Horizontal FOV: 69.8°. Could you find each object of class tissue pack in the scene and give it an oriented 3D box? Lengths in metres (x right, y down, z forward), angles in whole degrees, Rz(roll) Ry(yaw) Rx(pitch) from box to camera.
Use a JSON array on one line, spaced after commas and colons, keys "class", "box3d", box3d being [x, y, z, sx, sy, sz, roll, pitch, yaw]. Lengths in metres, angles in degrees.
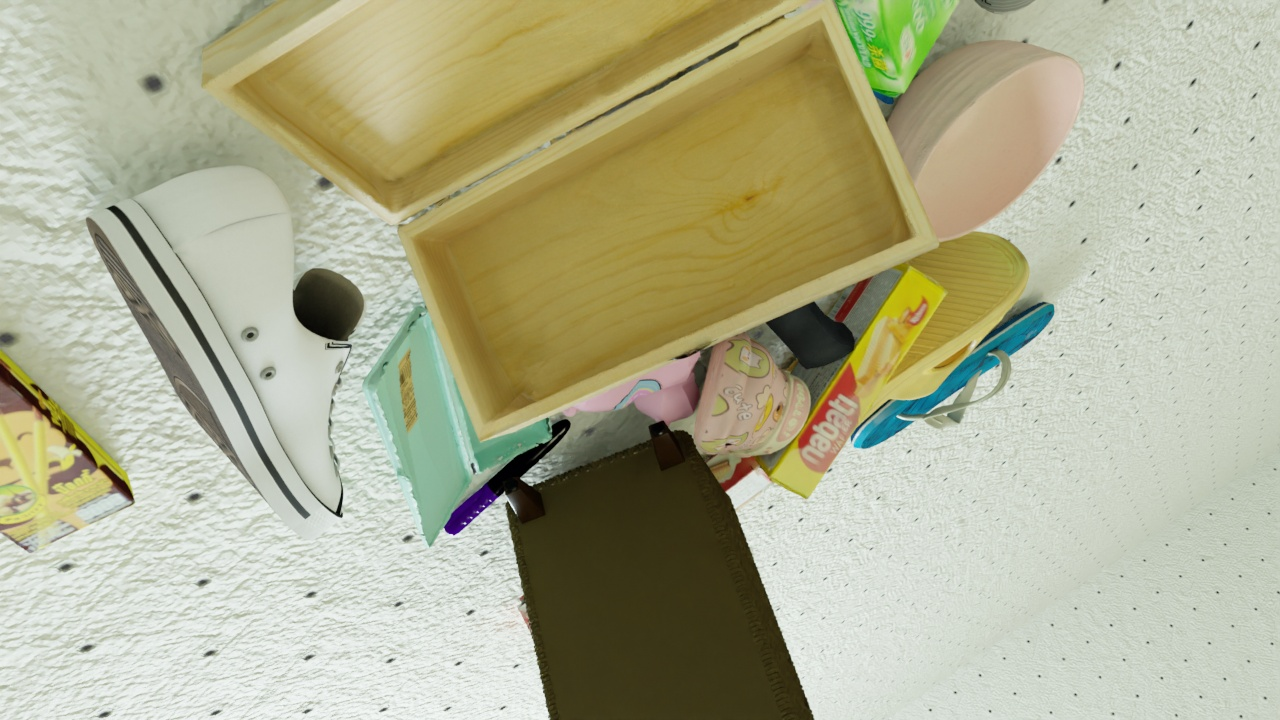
[{"class": "tissue pack", "box3d": [0.153, -0.224, 0.531, 0.099, 0.034, 0.114, -59, 144, -7]}]

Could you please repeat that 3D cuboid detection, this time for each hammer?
[{"class": "hammer", "box3d": [0.070, -0.078, 0.596, 0.140, 0.035, 0.312, -24, 142, 23]}]

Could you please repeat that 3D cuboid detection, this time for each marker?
[{"class": "marker", "box3d": [-0.106, 0.091, 0.720, 0.134, 0.015, 0.018, -42, 149, 8]}]

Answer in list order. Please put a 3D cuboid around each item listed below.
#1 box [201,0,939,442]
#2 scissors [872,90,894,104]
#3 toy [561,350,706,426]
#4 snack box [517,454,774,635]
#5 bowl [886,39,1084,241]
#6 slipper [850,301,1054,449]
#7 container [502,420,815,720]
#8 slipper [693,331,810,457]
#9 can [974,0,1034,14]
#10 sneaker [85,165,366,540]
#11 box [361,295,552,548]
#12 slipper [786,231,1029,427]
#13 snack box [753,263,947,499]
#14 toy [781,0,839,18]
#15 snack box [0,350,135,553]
[{"class": "box", "box3d": [-0.022, -0.103, 0.430, 0.248, 0.118, 0.252, -24, 124, 17]}, {"class": "scissors", "box3d": [0.139, -0.195, 0.604, 0.125, 0.013, 0.126, -47, 148, 16]}, {"class": "toy", "box3d": [-0.004, 0.004, 0.664, 0.123, 0.067, 0.158, -25, 148, -16]}, {"class": "snack box", "box3d": [0.007, 0.179, 0.902, 0.273, 0.044, 0.076, -38, 152, 2]}, {"class": "bowl", "box3d": [0.231, -0.167, 0.660, 0.152, 0.076, 0.153, -23, 145, -18]}, {"class": "slipper", "box3d": [0.353, 0.031, 1.006, 0.294, 0.060, 0.118, -30, 159, -16]}, {"class": "container", "box3d": [0.016, 0.220, 0.688, 0.176, 0.320, 0.205, -21, 143, 3]}, {"class": "slipper", "box3d": [0.090, 0.039, 0.721, 0.197, 0.081, 0.093, 63, 43, -77]}, {"class": "can", "box3d": [0.228, -0.268, 0.566, 0.044, 0.044, 0.106, -36, 146, -2]}, {"class": "sneaker", "box3d": [-0.190, -0.002, 0.485, 0.097, 0.091, 0.246, -37, 147, -27]}, {"class": "box", "box3d": [-0.118, 0.030, 0.606, 0.138, 0.055, 0.187, -38, 149, -28]}, {"class": "slipper", "box3d": [0.227, -0.011, 0.825, 0.264, 0.099, 0.078, -42, 148, 15]}, {"class": "snack box", "box3d": [0.164, 0.010, 0.758, 0.042, 0.092, 0.201, 30, 98, -13]}, {"class": "toy", "box3d": [0.084, -0.191, 0.533, 0.109, 0.041, 0.096, -40, 144, -4]}, {"class": "snack box", "box3d": [-0.322, 0.042, 0.460, 0.061, 0.025, 0.149, -28, 145, -15]}]
